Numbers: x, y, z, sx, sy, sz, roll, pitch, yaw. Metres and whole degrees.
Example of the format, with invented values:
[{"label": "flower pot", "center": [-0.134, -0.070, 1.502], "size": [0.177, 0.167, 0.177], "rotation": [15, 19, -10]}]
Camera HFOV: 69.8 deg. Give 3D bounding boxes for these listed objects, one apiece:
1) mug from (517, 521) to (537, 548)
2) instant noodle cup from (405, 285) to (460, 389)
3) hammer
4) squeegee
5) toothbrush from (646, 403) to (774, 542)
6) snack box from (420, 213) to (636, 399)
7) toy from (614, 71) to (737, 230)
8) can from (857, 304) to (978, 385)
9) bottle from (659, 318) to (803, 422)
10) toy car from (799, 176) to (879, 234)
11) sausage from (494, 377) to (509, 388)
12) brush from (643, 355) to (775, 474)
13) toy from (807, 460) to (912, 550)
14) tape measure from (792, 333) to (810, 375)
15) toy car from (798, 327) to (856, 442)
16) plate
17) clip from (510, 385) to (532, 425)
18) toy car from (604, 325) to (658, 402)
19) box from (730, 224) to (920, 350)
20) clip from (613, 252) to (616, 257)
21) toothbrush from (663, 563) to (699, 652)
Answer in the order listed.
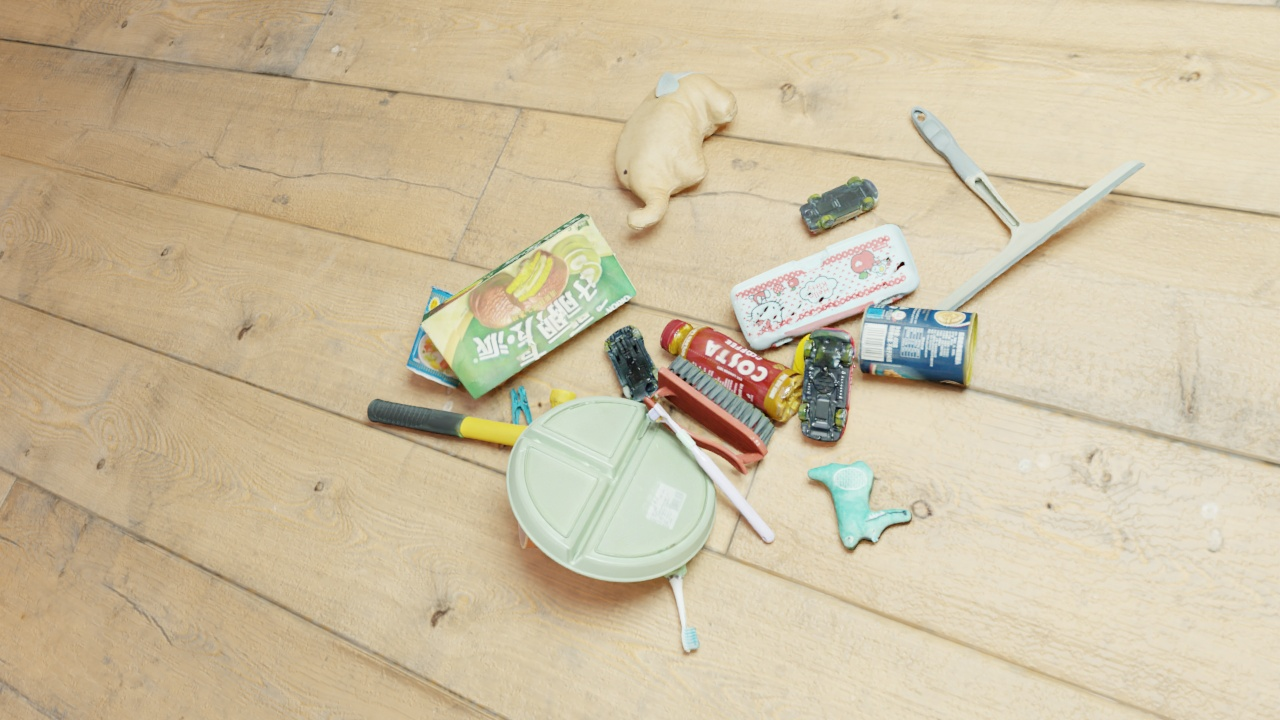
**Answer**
[{"label": "mug", "center": [-0.080, 0.153, 1.013], "size": [0.105, 0.082, 0.114], "rotation": [1, 31, -14]}, {"label": "instant noodle cup", "center": [-0.244, -0.026, 1.171], "size": [0.099, 0.099, 0.110], "rotation": [21, 86, 28]}, {"label": "hammer", "center": [-0.217, 0.083, 1.135], "size": [0.301, 0.032, 0.128], "rotation": [7, 82, 28]}, {"label": "squeegee", "center": [0.371, -0.200, 1.016], "size": [0.247, 0.039, 0.246], "rotation": [-42, 52, 22]}, {"label": "toothbrush", "center": [0.076, 0.121, 0.973], "size": [0.021, 0.029, 0.189], "rotation": [-40, 84, -24]}, {"label": "snack box", "center": [-0.134, -0.067, 1.105], "size": [0.240, 0.114, 0.063], "rotation": [-33, 17, -2]}, {"label": "toy", "center": [0.028, -0.262, 1.159], "size": [0.143, 0.082, 0.225], "rotation": [20, 80, 40]}, {"label": "can", "center": [0.287, -0.018, 0.952], "size": [0.111, 0.075, 0.075], "rotation": [7, 72, 25]}, {"label": "bottle", "center": [0.100, 0.006, 1.029], "size": [0.175, 0.057, 0.057], "rotation": [30, 82, 29]}, {"label": "toy car", "center": [0.232, -0.179, 1.065], "size": [0.090, 0.035, 0.042], "rotation": [-25, 63, 5]}, {"label": "sausage", "center": [-0.142, -0.024, 1.165], "size": [0.020, 0.020, 0.155], "rotation": [33, 84, 30]}, {"label": "brush", "center": [0.076, 0.064, 1.004], "size": [0.146, 0.063, 0.069], "rotation": [35, 71, 17]}, {"label": "toy", "center": [0.225, 0.146, 0.938], "size": [0.096, 0.030, 0.091], "rotation": [-9, 70, 11]}, {"label": "tape measure", "center": [0.200, -0.004, 1.005], "size": [0.060, 0.028, 0.057], "rotation": [16, 103, 25]}, {"label": "toy car", "center": [0.197, 0.024, 0.966], "size": [0.053, 0.045, 0.120], "rotation": [9, 105, 25]}, {"label": "plate", "center": [-0.027, 0.126, 0.972], "size": [0.230, 0.028, 0.229], "rotation": [8, 48, -9]}, {"label": "clip", "center": [-0.148, 0.058, 1.136], "size": [0.041, 0.014, 0.056], "rotation": [-18, 65, 15]}, {"label": "toy car", "center": [-0.006, 0.006, 1.088], "size": [0.049, 0.031, 0.105], "rotation": [-31, 58, 10]}, {"label": "box", "center": [0.203, -0.079, 1.017], "size": [0.201, 0.068, 0.090], "rotation": [-22, 62, 12]}, {"label": "clip", "center": [-0.079, -0.125, 1.173], "size": [0.098, 0.064, 0.034], "rotation": [8, 73, 17]}, {"label": "toothbrush", "center": [0.032, 0.201, 0.994], "size": [0.027, 0.026, 0.224], "rotation": [-21, 62, 22]}]
